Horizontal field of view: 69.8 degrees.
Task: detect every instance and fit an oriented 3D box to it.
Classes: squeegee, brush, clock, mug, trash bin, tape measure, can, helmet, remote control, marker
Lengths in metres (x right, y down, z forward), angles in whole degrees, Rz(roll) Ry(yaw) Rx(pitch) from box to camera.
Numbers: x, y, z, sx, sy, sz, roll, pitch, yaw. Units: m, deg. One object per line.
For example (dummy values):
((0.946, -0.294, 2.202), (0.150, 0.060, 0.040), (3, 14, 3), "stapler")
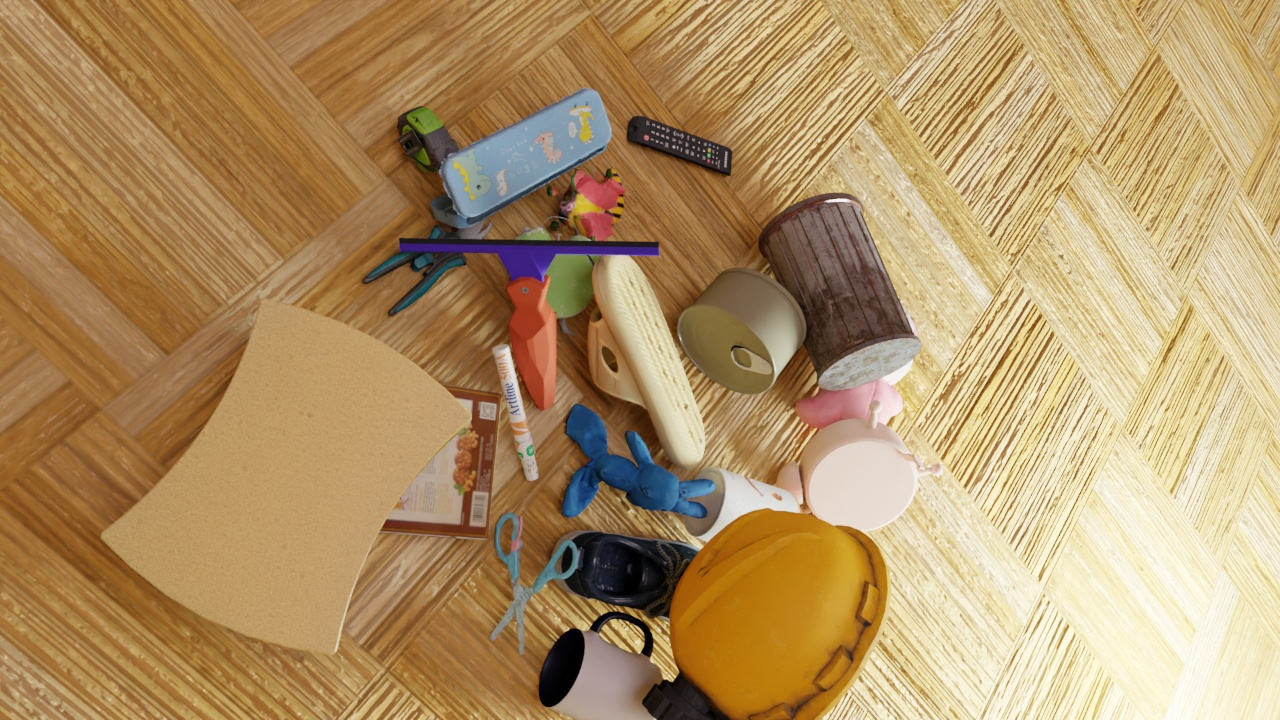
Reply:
((-0.104, -0.029, 0.899), (0.055, 0.250, 0.185), (-77, 167, -54), "squeegee")
((-0.282, 0.096, 0.762), (0.195, 0.075, 0.249), (31, 73, -8), "brush")
((-0.089, -0.090, 0.958), (0.094, 0.043, 0.119), (6, 87, -31), "clock")
((0.112, 0.171, 1.019), (0.105, 0.082, 0.082), (21, 71, -25), "mug")
((0.228, -0.086, 1.071), (0.130, 0.131, 0.211), (-3, 62, -31), "trash bin")
((-0.214, -0.216, 0.904), (0.035, 0.059, 0.065), (-38, 104, -30), "tape measure")
((-0.032, 0.305, 0.909), (0.097, 0.079, 0.111), (32, 76, -23), "mug")
((0.114, -0.033, 1.028), (0.128, 0.128, 0.073), (50, 59, -14), "can")
((0.099, 0.233, 0.859), (0.131, 0.205, 0.255), (41, 83, -23), "helmet")
((0.051, -0.254, 1.093), (0.146, 0.015, 0.033), (12, 75, -28), "remote control")
((0.253, 0.141, 1.070), (0.131, 0.161, 0.086), (43, 25, -18), "clock")
((-0.122, 0.053, 0.907), (0.017, 0.017, 0.145), (-26, 117, -31), "marker")

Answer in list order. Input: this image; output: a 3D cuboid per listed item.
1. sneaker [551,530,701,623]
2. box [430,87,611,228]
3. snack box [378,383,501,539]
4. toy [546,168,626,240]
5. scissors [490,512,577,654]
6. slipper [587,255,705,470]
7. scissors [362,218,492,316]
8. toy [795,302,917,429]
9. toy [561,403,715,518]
((0.019, 0.225, 0.950), (0.235, 0.088, 0.089), (18, 74, -28), "sneaker")
((-0.124, -0.214, 0.934), (0.209, 0.073, 0.079), (-37, 133, -30), "box")
((-0.210, 0.092, 0.864), (0.146, 0.041, 0.143), (10, 77, -29), "snack box")
((-0.053, -0.170, 0.998), (0.103, 0.046, 0.084), (-27, 114, -40), "toy")
((-0.102, 0.214, 0.883), (0.015, 0.120, 0.138), (12, 70, -61), "scissors")
((-0.006, 0.006, 0.982), (0.261, 0.079, 0.111), (65, 26, -21), "slipper")
((-0.211, -0.102, 0.910), (0.149, 0.019, 0.131), (9, 78, -28), "scissors")
((0.281, 0.007, 1.145), (0.142, 0.084, 0.212), (33, 68, -18), "toy")
((-0.009, 0.127, 0.953), (0.176, 0.071, 0.113), (21, 97, -2), "toy")
